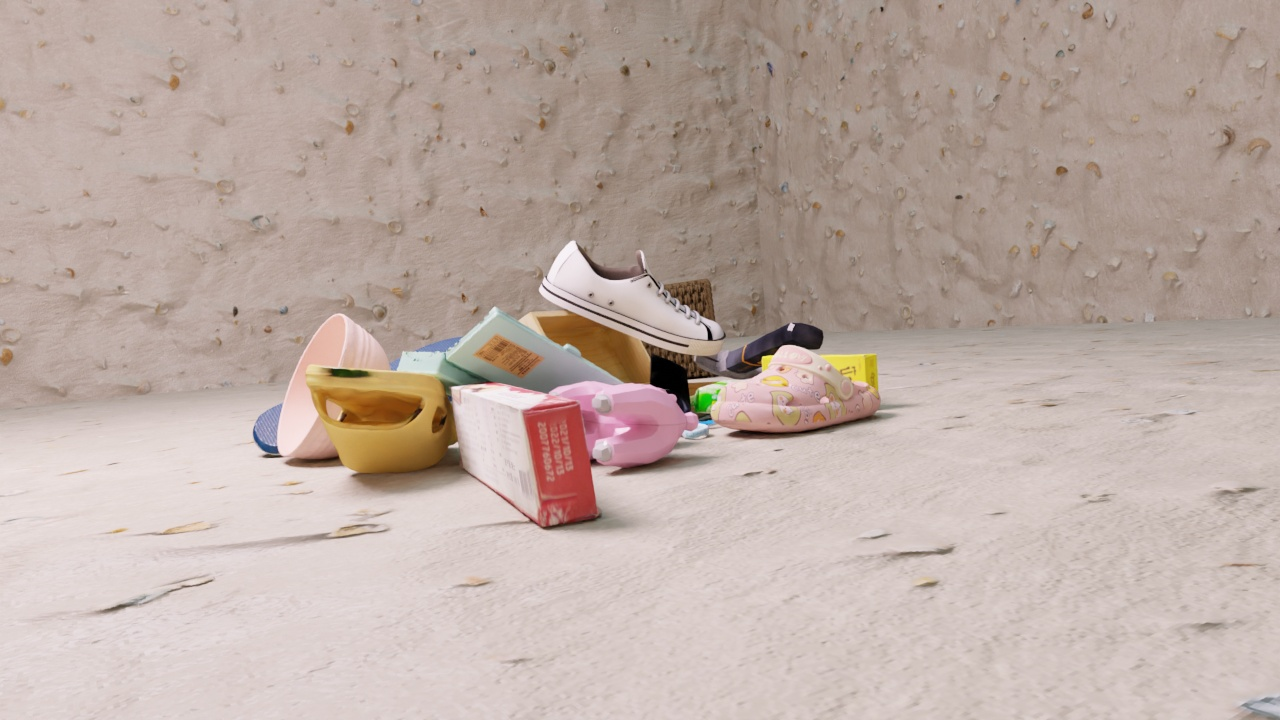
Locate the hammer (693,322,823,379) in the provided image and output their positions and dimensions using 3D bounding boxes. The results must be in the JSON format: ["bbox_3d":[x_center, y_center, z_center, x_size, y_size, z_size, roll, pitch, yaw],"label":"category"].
[{"bbox_3d":[0.163,-0.008,1.192,0.139,0.035,0.313,13,-10,-10],"label":"hammer"}]

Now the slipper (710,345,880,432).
[{"bbox_3d":[0.158,0.025,0.901,0.197,0.081,0.093,-4,3,-34],"label":"slipper"}]

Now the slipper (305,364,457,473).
[{"bbox_3d":[-0.216,0.062,0.812,0.099,0.078,0.264,-1,-14,-1],"label":"slipper"}]

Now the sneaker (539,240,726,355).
[{"bbox_3d":[0.003,-0.086,1.162,0.245,0.097,0.091,22,16,-10],"label":"sneaker"}]

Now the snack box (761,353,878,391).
[{"bbox_3d":[0.202,0.024,1.044,0.025,0.061,0.149,-5,3,-40],"label":"snack box"}]

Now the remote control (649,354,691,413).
[{"bbox_3d":[0.033,0.021,1.001,0.045,0.021,0.140,25,15,-7],"label":"remote control"}]

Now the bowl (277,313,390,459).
[{"bbox_3d":[-0.301,0.036,0.933,0.076,0.153,0.153,24,-14,-32],"label":"bowl"}]

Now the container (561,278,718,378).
[{"bbox_3d":[-0.014,-0.048,1.750,0.204,0.176,0.321,-9,4,-20],"label":"container"}]

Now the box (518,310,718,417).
[{"bbox_3d":[-0.013,0.022,1.137,0.253,0.119,0.247,25,15,22],"label":"box"}]

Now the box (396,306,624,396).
[{"bbox_3d":[-0.109,0.024,0.841,0.139,0.055,0.187,-17,-33,37],"label":"box"}]

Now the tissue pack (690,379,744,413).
[{"bbox_3d":[0.123,0.041,1.015,0.114,0.034,0.099,3,6,25],"label":"tissue pack"}]

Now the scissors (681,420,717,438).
[{"bbox_3d":[0.023,0.067,0.920,0.125,0.013,0.127,-7,8,-21],"label":"scissors"}]

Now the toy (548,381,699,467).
[{"bbox_3d":[-0.007,0.051,0.784,0.123,0.067,0.157,0,1,42],"label":"toy"}]

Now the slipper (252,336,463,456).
[{"bbox_3d":[-0.287,0.053,1.050,0.294,0.060,0.118,-21,35,-25],"label":"slipper"}]

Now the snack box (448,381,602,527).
[{"bbox_3d":[-0.093,0.058,0.667,0.044,0.076,0.273,-10,4,-20],"label":"snack box"}]
